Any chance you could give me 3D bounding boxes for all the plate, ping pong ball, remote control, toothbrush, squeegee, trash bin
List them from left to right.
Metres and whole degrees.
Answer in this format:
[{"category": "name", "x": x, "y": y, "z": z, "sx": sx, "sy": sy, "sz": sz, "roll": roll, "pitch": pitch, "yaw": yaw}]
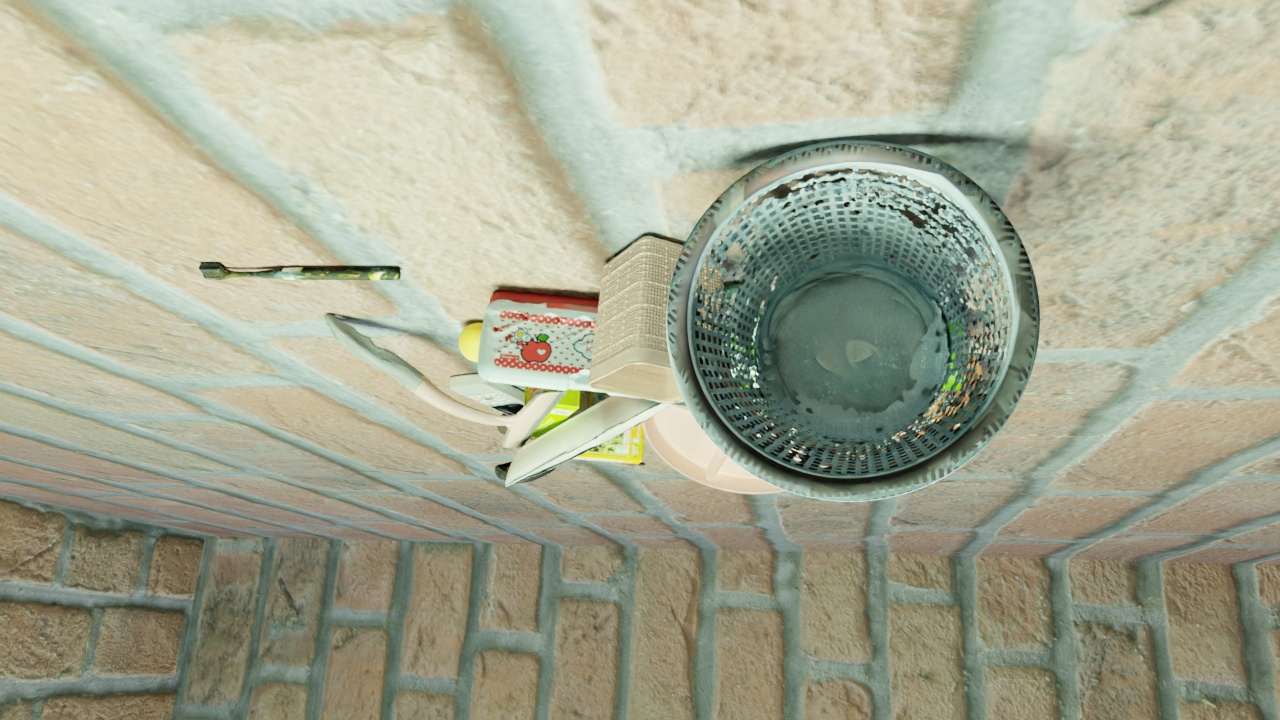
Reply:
[{"category": "toothbrush", "x": -0.305, "y": -0.079, "z": 0.821, "sx": 0.186, "sy": 0.012, "sz": 0.017, "roll": 1, "pitch": 151, "yaw": 6}, {"category": "squeegee", "x": -0.219, "y": 0.023, "z": 0.951, "sx": 0.249, "sy": 0.040, "sz": 0.248, "roll": 28, "pitch": 157, "yaw": -7}, {"category": "ping pong ball", "x": -0.166, "y": -0.019, "z": 0.940, "sx": 0.040, "sy": 0.040, "sz": 0.040, "roll": 3, "pitch": 162, "yaw": 1}, {"category": "remote control", "x": -0.181, "y": 0.048, "z": 1.183, "sx": 0.058, "sy": 0.021, "sz": 0.150, "roll": -6, "pitch": 160, "yaw": 26}, {"category": "plate", "x": -0.052, "y": 0.074, "z": 1.019, "sx": 0.161, "sy": 0.034, "sz": 0.267, "roll": -21, "pitch": 172, "yaw": -45}, {"category": "plate", "x": 0.115, "y": 0.077, "z": 1.074, "sx": 0.229, "sy": 0.028, "sz": 0.230, "roll": 10, "pitch": 137, "yaw": 9}, {"category": "trash bin", "x": 0.147, "y": -0.018, "z": 0.657, "sx": 0.227, "sy": 0.226, "sz": 0.195, "roll": -1, "pitch": 175, "yaw": 14}]

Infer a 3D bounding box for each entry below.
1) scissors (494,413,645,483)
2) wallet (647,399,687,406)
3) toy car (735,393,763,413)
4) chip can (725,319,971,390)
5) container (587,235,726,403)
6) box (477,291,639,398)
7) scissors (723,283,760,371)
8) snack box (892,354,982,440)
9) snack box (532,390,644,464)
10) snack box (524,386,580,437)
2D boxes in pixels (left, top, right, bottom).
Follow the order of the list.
[{"category": "scissors", "x": -0.106, "y": 0.113, "z": 1.216, "sx": 0.221, "sy": 0.022, "sz": 0.233, "roll": 23, "pitch": -151, "yaw": 37}, {"category": "wallet", "x": 0.031, "y": 0.015, "z": 0.935, "sx": 0.097, "sy": 0.019, "sz": 0.121, "roll": 11, "pitch": -158, "yaw": -29}, {"category": "toy car", "x": 0.143, "y": 0.020, "z": 0.957, "sx": 0.156, "sy": 0.041, "sz": 0.071, "roll": -13, "pitch": 126, "yaw": 23}, {"category": "chip can", "x": 0.187, "y": -0.005, "z": 0.877, "sx": 0.236, "sy": 0.072, "sz": 0.072, "roll": -1, "pitch": 162, "yaw": 9}, {"category": "container", "x": 0.015, "y": -0.033, "z": 0.750, "sx": 0.090, "sy": 0.110, "sz": 0.090, "roll": 12, "pitch": 160, "yaw": -26}, {"category": "box", "x": -0.048, "y": -0.006, "z": 0.864, "sx": 0.201, "sy": 0.100, "sz": 0.102, "roll": 5, "pitch": 162, "yaw": -5}, {"category": "scissors", "x": 0.132, "y": -0.018, "z": 0.823, "sx": 0.181, "sy": 0.019, "sz": 0.171, "roll": 21, "pitch": 125, "yaw": -2}, {"category": "snack box", "x": 0.302, "y": 0.040, "z": 0.985, "sx": 0.094, "sy": 0.077, "sz": 0.093, "roll": 5, "pitch": 163, "yaw": -4}, {"category": "snack box", "x": -0.065, "y": 0.082, "z": 1.159, "sx": 0.140, "sy": 0.087, "sz": 0.034, "roll": 4, "pitch": 169, "yaw": -4}, {"category": "snack box", "x": -0.098, "y": 0.028, "z": 1.002, "sx": 0.026, "sy": 0.085, "sz": 0.157, "roll": 7, "pitch": 163, "yaw": -19}]
